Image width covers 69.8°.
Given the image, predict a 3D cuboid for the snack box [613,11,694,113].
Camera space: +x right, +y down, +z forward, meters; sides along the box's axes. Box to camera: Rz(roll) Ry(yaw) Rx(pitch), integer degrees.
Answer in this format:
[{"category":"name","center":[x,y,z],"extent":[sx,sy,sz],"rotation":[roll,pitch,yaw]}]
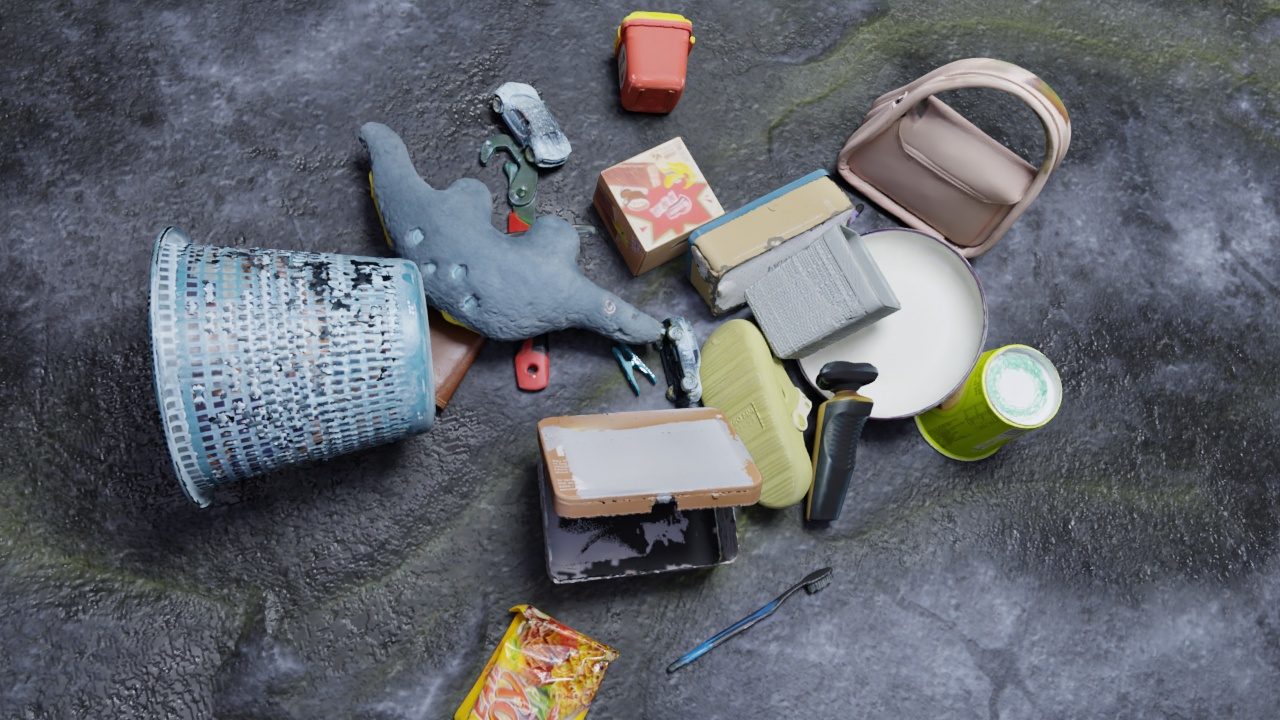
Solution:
[{"category":"snack box","center":[0.014,-0.309,0.963],"extent":[0.082,0.091,0.080],"rotation":[0,83,-8]}]

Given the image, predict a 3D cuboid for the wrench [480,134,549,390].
[{"category":"wrench","center":[-0.120,-0.103,0.929],"extent":[0.056,0.016,0.273],"rotation":[-8,77,-7]}]

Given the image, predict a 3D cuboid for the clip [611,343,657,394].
[{"category":"clip","center":[-0.007,0.006,0.921],"extent":[0.040,0.014,0.056],"rotation":[-32,85,-15]}]

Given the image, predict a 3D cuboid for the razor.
[{"category":"razor","center":[0.188,0.080,0.892],"extent":[0.062,0.068,0.167],"rotation":[2,102,-27]}]

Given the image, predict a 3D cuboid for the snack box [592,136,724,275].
[{"category":"snack box","center":[0.017,-0.155,0.930],"extent":[0.092,0.077,0.094],"rotation":[-27,82,-14]}]

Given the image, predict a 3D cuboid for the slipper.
[{"category":"slipper","center":[0.122,0.053,0.903],"extent":[0.081,0.092,0.190],"rotation":[2,63,-47]}]

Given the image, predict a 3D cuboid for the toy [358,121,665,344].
[{"category":"toy","center":[-0.142,-0.093,0.870],"extent":[0.356,0.092,0.137],"rotation":[32,59,-2]}]

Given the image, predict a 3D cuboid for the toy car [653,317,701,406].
[{"category":"toy car","center":[0.041,0.001,0.915],"extent":[0.034,0.043,0.090],"rotation":[-7,76,-27]}]

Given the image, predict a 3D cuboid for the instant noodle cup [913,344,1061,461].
[{"category":"instant noodle cup","center":[0.348,0.036,0.910],"extent":[0.111,0.124,0.111],"rotation":[2,76,-8]}]

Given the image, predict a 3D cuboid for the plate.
[{"category":"plate","center":[0.248,-0.035,0.917],"extent":[0.193,0.039,0.192],"rotation":[-5,81,29]}]

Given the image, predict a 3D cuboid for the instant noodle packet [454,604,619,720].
[{"category":"instant noodle packet","center":[-0.094,0.297,0.823],"extent":[0.111,0.044,0.128],"rotation":[27,74,3]}]

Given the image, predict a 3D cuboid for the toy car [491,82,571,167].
[{"category":"toy car","center":[-0.112,-0.247,0.949],"extent":[0.048,0.031,0.105],"rotation":[-27,80,-41]}]

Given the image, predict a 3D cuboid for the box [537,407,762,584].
[{"category":"box","center":[0.004,0.113,0.811],"extent":[0.182,0.178,0.152],"rotation":[-5,78,-10]}]

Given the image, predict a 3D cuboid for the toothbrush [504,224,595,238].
[{"category":"toothbrush","center":[-0.135,-0.124,0.916],"extent":[0.181,0.018,0.015],"rotation":[-4,74,0]}]

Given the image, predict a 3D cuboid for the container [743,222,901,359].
[{"category":"container","center":[0.173,-0.060,0.885],"extent":[0.114,0.090,0.090],"rotation":[-32,75,23]}]

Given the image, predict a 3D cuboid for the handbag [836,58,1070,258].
[{"category":"handbag","center":[0.321,-0.212,0.908],"extent":[0.193,0.234,0.093],"rotation":[33,75,0]}]

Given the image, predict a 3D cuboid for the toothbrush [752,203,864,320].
[{"category":"toothbrush","center":[0.182,-0.108,0.977],"extent":[0.014,0.017,0.188],"rotation":[43,73,3]}]

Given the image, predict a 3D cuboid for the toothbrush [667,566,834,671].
[{"category":"toothbrush","center":[0.108,0.250,0.880],"extent":[0.189,0.014,0.016],"rotation":[-28,106,-13]}]

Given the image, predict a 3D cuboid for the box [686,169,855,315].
[{"category":"box","center":[0.136,-0.122,0.930],"extent":[0.184,0.090,0.061],"rotation":[-28,64,-17]}]

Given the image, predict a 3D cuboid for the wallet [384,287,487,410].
[{"category":"wallet","center":[-0.219,-0.022,0.888],"extent":[0.124,0.032,0.101],"rotation":[28,72,-2]}]

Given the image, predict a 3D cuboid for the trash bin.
[{"category":"trash bin","center":[-0.277,-0.002,0.766],"extent":[0.195,0.227,0.226],"rotation":[-5,77,-16]}]
